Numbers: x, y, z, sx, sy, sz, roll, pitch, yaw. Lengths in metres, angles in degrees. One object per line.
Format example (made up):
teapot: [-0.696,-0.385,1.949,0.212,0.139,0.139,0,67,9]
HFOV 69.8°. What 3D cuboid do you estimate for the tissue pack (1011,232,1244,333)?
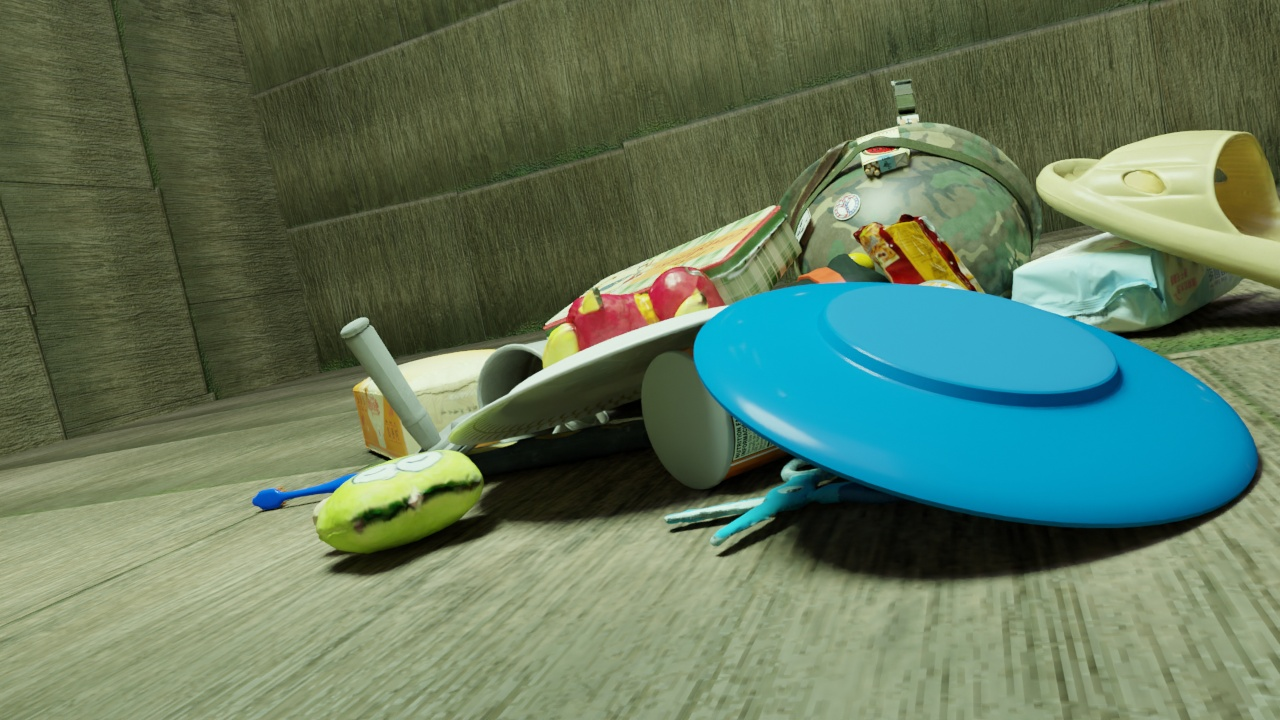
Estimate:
tissue pack: [0.379,-0.061,0.715,0.181,0.070,0.112,-19,9,-37]

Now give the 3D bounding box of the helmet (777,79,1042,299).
helmet: [0.230,-0.114,0.812,0.225,0.193,0.235,11,47,28]

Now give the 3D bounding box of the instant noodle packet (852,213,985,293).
instant noodle packet: [0.212,-0.049,0.649,0.040,0.135,0.098,-40,-10,28]

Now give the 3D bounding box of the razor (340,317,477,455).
razor: [-0.157,0.024,0.603,0.047,0.116,0.088,-9,26,49]

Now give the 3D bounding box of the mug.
mug: [-0.066,0.030,0.728,0.113,0.084,0.070,24,19,24]

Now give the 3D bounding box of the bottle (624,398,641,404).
bottle: [-0.002,0.005,0.842,0.071,0.071,0.207,-16,7,-36]

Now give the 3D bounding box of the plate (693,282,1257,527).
plate: [0.135,-0.002,0.389,0.224,0.024,0.224,4,24,-2]

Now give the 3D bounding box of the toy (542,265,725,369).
toy: [-0.010,-0.024,0.654,0.137,0.067,0.105,-29,-34,14]

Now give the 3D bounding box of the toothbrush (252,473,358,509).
toothbrush: [-0.206,0.090,0.690,0.183,0.016,0.018,-11,0,8]

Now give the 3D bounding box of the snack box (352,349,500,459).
snack box: [-0.177,0.035,0.853,0.145,0.080,0.196,-14,6,-26]

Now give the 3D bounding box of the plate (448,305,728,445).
plate: [-0.004,0.003,0.568,0.242,0.016,0.242,-20,-8,-3]

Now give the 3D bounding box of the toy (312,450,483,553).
toy: [-0.139,0.079,0.512,0.092,0.046,0.115,-19,0,-31]

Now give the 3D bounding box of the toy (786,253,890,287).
toy: [0.133,-0.020,0.673,0.119,0.097,0.099,-12,22,-10]

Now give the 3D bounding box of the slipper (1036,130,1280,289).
slipper: [0.394,-0.111,0.622,0.111,0.079,0.261,-18,37,-31]

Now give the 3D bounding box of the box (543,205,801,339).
box: [0.024,-0.058,0.757,0.206,0.050,0.117,-17,21,40]

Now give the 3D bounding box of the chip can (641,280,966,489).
chip can: [0.109,0.008,0.538,0.214,0.075,0.075,-15,6,-32]

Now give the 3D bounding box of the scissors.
scissors: [0.082,0.059,0.412,0.134,0.012,0.133,-5,6,42]

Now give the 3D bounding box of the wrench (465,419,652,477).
wrench: [-0.025,0.055,0.628,0.274,0.022,0.073,-10,7,12]
